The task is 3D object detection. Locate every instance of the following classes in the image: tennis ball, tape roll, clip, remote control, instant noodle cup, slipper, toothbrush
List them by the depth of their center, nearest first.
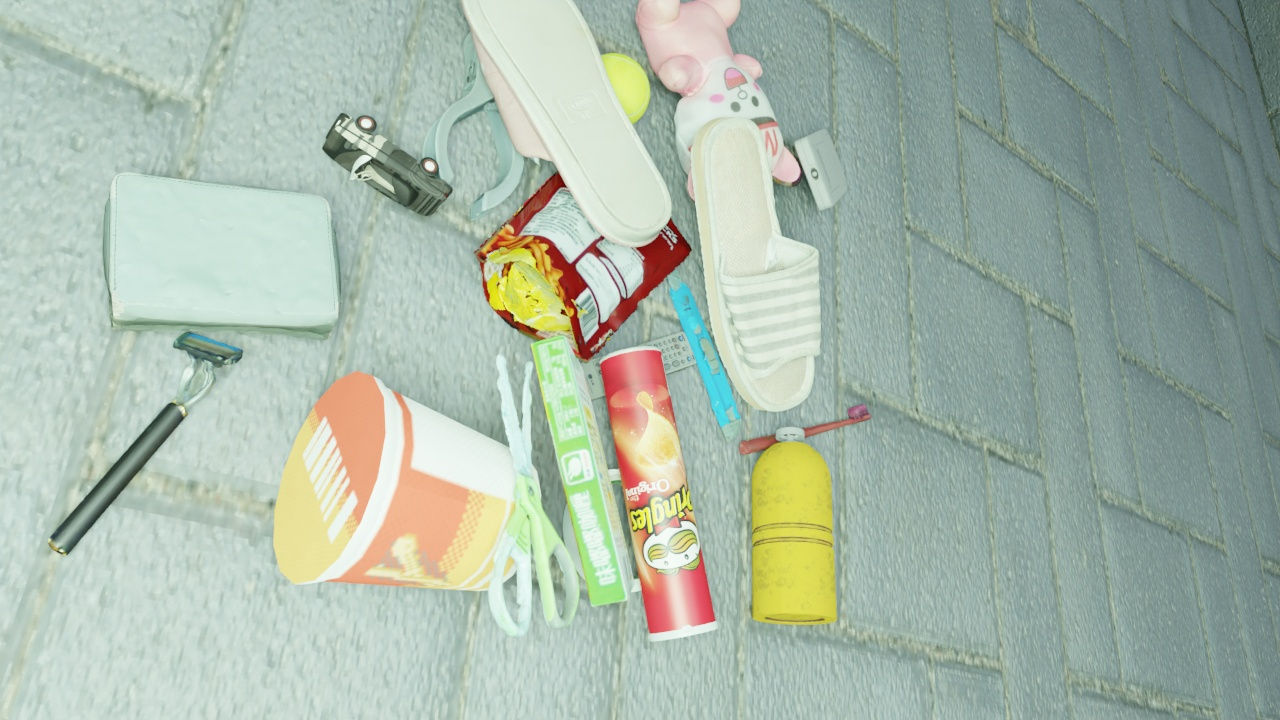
[{"bbox_3d":[-0.138,0.085,0.566,0.121,0.124,0.123,25,59,-39],"label":"instant noodle cup"},{"bbox_3d":[-0.017,0.131,0.708,0.093,0.018,0.093,15,65,-35],"label":"tape roll"},{"bbox_3d":[-0.066,-0.207,0.736,0.113,0.055,0.274,-22,81,-41],"label":"slipper"},{"bbox_3d":[-0.112,-0.179,0.745,0.115,0.028,0.163,27,59,-31],"label":"clip"},{"bbox_3d":[-0.005,0.004,0.769,0.136,0.013,0.033,-18,85,-42],"label":"remote control"},{"bbox_3d":[-0.024,-0.237,0.811,0.065,0.065,0.065,15,64,-34],"label":"tennis ball"},{"bbox_3d":[0.108,-0.084,0.826,0.114,0.054,0.273,-23,104,-30],"label":"slipper"},{"bbox_3d":[0.162,0.065,0.881,0.189,0.016,0.016,-9,75,-41],"label":"toothbrush"},{"bbox_3d":[0.191,-0.204,0.969,0.074,0.019,0.150,67,24,-9],"label":"remote control"}]

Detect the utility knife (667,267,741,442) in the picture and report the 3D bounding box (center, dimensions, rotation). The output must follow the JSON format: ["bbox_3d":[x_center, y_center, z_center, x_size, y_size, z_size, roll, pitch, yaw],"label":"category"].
[{"bbox_3d":[0.053,-0.016,0.825,0.031,0.015,0.185,-19,84,-47],"label":"utility knife"}]

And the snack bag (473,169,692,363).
[{"bbox_3d":[-0.035,-0.098,0.752,0.139,0.067,0.207,46,48,-10],"label":"snack bag"}]

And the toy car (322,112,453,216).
[{"bbox_3d":[-0.182,-0.137,0.659,0.092,0.040,0.037,33,58,-22],"label":"toy car"}]

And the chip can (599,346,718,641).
[{"bbox_3d":[0.012,0.098,0.696,0.051,0.052,0.214,0,73,-39],"label":"chip can"}]

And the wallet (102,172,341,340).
[{"bbox_3d":[-0.257,-0.060,0.565,0.131,0.054,0.100,5,61,-36],"label":"wallet"}]

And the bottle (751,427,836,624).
[{"bbox_3d":[0.131,0.140,0.792,0.071,0.071,0.163,18,62,-33],"label":"bottle"}]

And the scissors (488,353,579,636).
[{"bbox_3d":[-0.066,0.080,0.563,0.092,0.032,0.174,26,59,-51],"label":"scissors"}]

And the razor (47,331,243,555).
[{"bbox_3d":[-0.283,0.047,0.524,0.043,0.022,0.144,17,59,15],"label":"razor"}]

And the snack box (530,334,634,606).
[{"bbox_3d":[-0.037,0.078,0.623,0.027,0.132,0.168,-14,80,-1],"label":"snack box"}]

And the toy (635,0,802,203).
[{"bbox_3d":[0.070,-0.253,0.883,0.141,0.084,0.213,-19,84,-41],"label":"toy"}]
